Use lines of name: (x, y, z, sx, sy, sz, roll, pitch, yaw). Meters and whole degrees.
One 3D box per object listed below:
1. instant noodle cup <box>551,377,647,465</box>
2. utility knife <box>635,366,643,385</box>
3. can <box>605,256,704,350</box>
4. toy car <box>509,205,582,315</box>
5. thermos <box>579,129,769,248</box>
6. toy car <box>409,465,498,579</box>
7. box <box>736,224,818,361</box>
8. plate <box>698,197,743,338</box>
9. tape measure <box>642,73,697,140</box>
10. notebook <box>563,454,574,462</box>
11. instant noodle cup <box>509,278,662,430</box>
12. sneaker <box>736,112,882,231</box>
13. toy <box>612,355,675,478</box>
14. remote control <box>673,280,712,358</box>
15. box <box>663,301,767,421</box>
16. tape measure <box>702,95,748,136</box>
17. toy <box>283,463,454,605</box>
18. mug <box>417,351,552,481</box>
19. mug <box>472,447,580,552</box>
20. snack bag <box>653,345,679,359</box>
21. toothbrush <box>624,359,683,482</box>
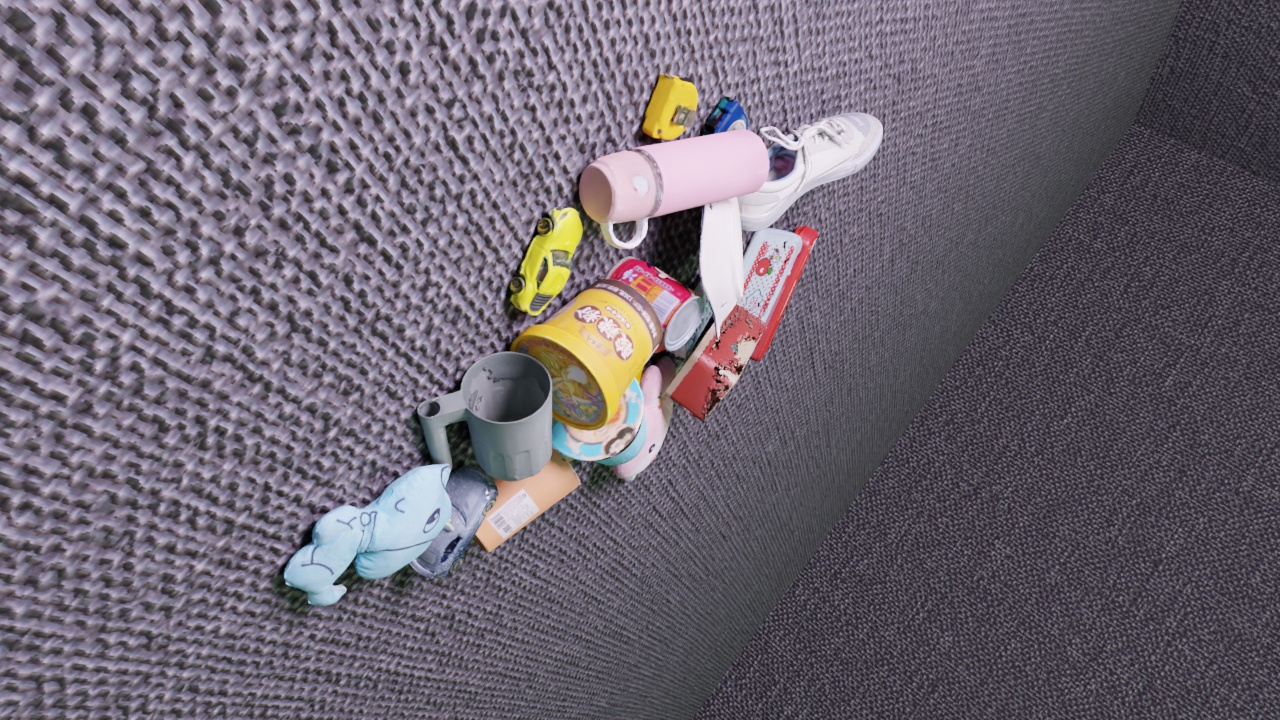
instant noodle cup: (-0.040, 0.068, 1.002, 0.111, 0.111, 0.120, -52, 161, -8)
utility knife: (-0.006, 0.006, 1.078, 0.033, 0.015, 0.154, -29, 144, -53)
can: (0.012, -0.061, 0.959, 0.066, 0.094, 0.067, -42, 152, -28)
toy car: (-0.081, -0.089, 0.831, 0.048, 0.032, 0.105, -2, 121, -60)
thermos: (0.035, -0.164, 0.868, 0.198, 0.067, 0.087, -22, 108, -38)
toy car: (-0.190, 0.162, 0.924, 0.121, 0.054, 0.036, -58, 157, 6)
box: (0.172, -0.089, 1.263, 0.159, 0.065, 0.201, -13, 132, -51)
plate: (0.090, -0.120, 0.991, 0.164, 0.034, 0.163, 67, 23, -62)
tape measure: (0.031, -0.234, 0.855, 0.057, 0.029, 0.060, -15, 135, -56)
notebook: (-0.051, 0.032, 1.065, 0.149, 0.012, 0.212, -22, 139, -50)
instant noodle cup: (-0.047, -0.011, 0.901, 0.114, 0.118, 0.119, -47, 155, -34)
sneaker: (0.193, -0.248, 1.072, 0.241, 0.089, 0.091, -36, 145, -24)
toy: (0.007, 0.075, 1.166, 0.121, 0.054, 0.160, -37, 145, -62)
remote control: (0.075, -0.068, 1.116, 0.134, 0.019, 0.056, -58, 156, -32)
box: (0.104, 0.000, 1.150, 0.092, 0.077, 0.167, -55, 179, 35)
tape measure: (0.087, -0.240, 0.953, 0.054, 0.025, 0.058, -53, 151, 0)
toy: (-0.237, 0.159, 0.841, 0.161, 0.050, 0.156, -58, 148, 3)
mug: (-0.143, 0.061, 0.870, 0.123, 0.083, 0.104, -16, 144, -15)
mug: (-0.135, 0.144, 0.982, 0.122, 0.078, 0.078, -41, 152, -20)
snack bag: (0.039, -0.025, 1.130, 0.048, 0.026, 0.104, -63, 161, 7)
toothbrush: (0.018, 0.081, 1.242, 0.020, 0.029, 0.190, 15, 112, -21)
